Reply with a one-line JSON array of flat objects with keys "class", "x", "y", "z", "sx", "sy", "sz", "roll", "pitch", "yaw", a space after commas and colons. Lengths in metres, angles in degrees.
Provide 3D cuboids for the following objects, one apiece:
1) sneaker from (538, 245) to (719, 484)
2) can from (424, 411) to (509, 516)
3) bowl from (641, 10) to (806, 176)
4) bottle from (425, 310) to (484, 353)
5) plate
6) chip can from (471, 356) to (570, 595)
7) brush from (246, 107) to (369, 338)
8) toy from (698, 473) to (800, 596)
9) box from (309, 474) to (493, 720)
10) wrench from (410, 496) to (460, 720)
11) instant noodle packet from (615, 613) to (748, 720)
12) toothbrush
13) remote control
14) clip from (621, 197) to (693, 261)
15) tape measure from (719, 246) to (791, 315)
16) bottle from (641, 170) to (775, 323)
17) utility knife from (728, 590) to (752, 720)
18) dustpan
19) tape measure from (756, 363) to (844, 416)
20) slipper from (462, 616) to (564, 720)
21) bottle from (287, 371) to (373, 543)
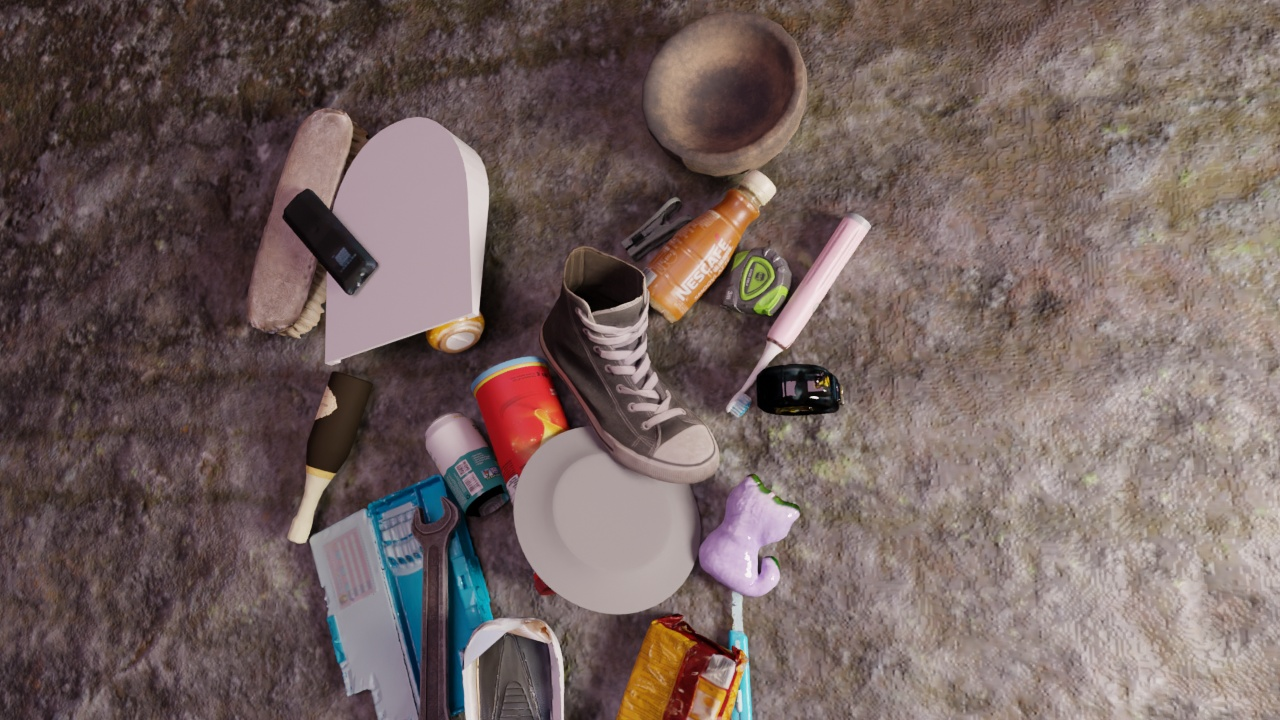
[{"class": "sneaker", "x": -0.005, "y": 0.005, "z": 0.847, "sx": 0.095, "sy": 0.120, "sz": 0.234, "roll": -21, "pitch": 61, "yaw": -28}, {"class": "can", "x": -0.174, "y": 0.104, "z": 0.924, "sx": 0.055, "sy": 0.055, "sz": 0.101, "roll": -39, "pitch": 69, "yaw": 6}, {"class": "bowl", "x": 0.087, "y": -0.257, "z": 0.914, "sx": 0.162, "sy": 0.070, "sz": 0.162, "roll": -4, "pitch": 76, "yaw": 17}, {"class": "bottle", "x": -0.208, "y": -0.063, "z": 0.971, "sx": 0.063, "sy": 0.063, "sz": 0.109, "roll": -31, "pitch": 65, "yaw": 9}, {"class": "plate", "x": -0.026, "y": 0.138, "z": 0.829, "sx": 0.178, "sy": 0.012, "sz": 0.178, "roll": 10, "pitch": 58, "yaw": -17}, {"class": "chip can", "x": -0.092, "y": 0.109, "z": 0.881, "sx": 0.087, "sy": 0.087, "sz": 0.213, "roll": -27, "pitch": 70, "yaw": 11}, {"class": "brush", "x": -0.381, "y": -0.159, "z": 1.052, "sx": 0.083, "sy": 0.056, "sz": 0.271, "roll": 11, "pitch": 82, "yaw": 16}, {"class": "toy", "x": 0.102, "y": 0.162, "z": 0.832, "sx": 0.080, "sy": 0.036, "sz": 0.100, "roll": 34, "pitch": 94, "yaw": 12}, {"class": "box", "x": -0.241, "y": 0.251, "z": 0.922, "sx": 0.182, "sy": 0.039, "sz": 0.226, "roll": -25, "pitch": 71, "yaw": 13}, {"class": "wrench", "x": -0.197, "y": 0.269, "z": 0.880, "sx": 0.070, "sy": 0.010, "sz": 0.273, "roll": -7, "pitch": 77, "yaw": 19}, {"class": "instant noodle packet", "x": 0.034, "y": 0.302, "z": 0.814, "sx": 0.099, "sy": 0.039, "sz": 0.135, "roll": 16, "pitch": 83, "yaw": 32}, {"class": "toothbrush", "x": 0.147, "y": -0.042, "z": 0.869, "sx": 0.026, "sy": 0.027, "sz": 0.222, "roll": 33, "pitch": 90, "yaw": 24}, {"class": "remote control", "x": -0.337, "y": -0.131, "z": 0.980, "sx": 0.047, "sy": 0.022, "sz": 0.150, "roll": -48, "pitch": 62, "yaw": 2}, {"class": "clip", "x": 0.016, "y": -0.133, "z": 0.935, "sx": 0.075, "sy": 0.023, "sz": 0.037, "roll": -35, "pitch": 71, "yaw": 10}, {"class": "tape measure", "x": 0.115, "y": -0.075, "z": 0.882, "sx": 0.059, "sy": 0.035, "sz": 0.065, "roll": 16, "pitch": 86, "yaw": 30}, {"class": "bottle", "x": 0.065, "y": -0.114, "z": 0.894, "sx": 0.059, "sy": 0.059, "sz": 0.167, "roll": 43, "pitch": 92, "yaw": 22}, {"class": "utility knife", "x": 0.086, "y": 0.277, "z": 0.821, "sx": 0.022, "sy": 0.015, "sz": 0.140, "roll": -6, "pitch": 73, "yaw": 13}, {"class": "dustpan", "x": -0.245, "y": -0.133, "z": 0.983, "sx": 0.192, "sy": 0.053, "sz": 0.257, "roll": -16, "pitch": 67, "yaw": 24}, {"class": "tape measure", "x": 0.142, "y": 0.028, "z": 0.832, "sx": 0.072, "sy": 0.071, "sz": 0.042, "roll": -3, "pitch": 80, "yaw": 23}, {"class": "slipper", "x": -0.110, "y": 0.365, "z": 0.836, "sx": 0.111, "sy": 0.063, "sz": 0.263, "roll": -4, "pitch": 86, "yaw": 5}, {"class": "bottle", "x": -0.338, "y": 0.105, "z": 0.983, "sx": 0.045, "sy": 0.045, "sz": 0.184, "roll": 14, "pitch": 82, "yaw": 21}]
